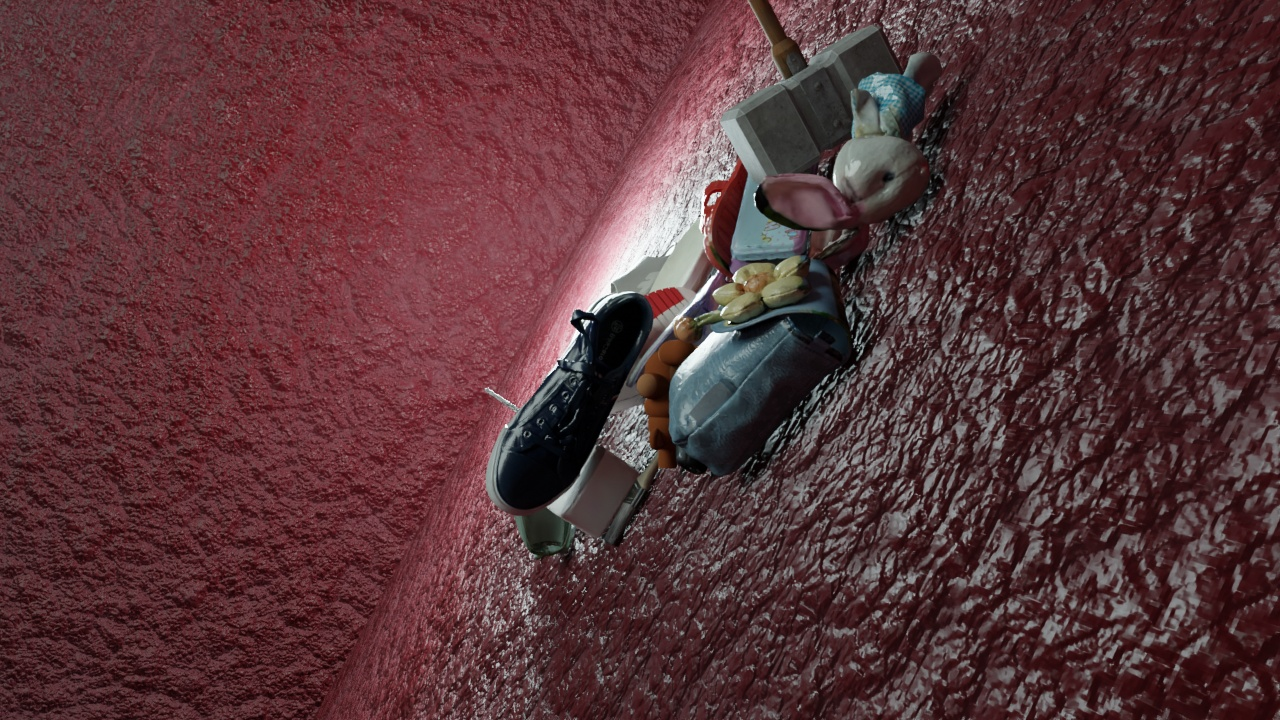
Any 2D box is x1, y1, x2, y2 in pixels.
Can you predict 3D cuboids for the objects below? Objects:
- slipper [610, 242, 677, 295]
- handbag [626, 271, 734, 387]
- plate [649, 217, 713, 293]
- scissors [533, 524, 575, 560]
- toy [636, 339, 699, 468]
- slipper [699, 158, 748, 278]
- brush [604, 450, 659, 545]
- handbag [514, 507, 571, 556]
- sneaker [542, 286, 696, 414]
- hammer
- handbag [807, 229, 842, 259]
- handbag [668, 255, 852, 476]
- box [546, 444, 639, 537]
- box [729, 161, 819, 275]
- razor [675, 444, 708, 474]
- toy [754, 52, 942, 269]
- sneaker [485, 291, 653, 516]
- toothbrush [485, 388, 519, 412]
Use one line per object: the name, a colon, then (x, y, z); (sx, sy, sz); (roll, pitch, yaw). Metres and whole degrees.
slipper: (-0.021, -0.080, 1.422); (0.265, 0.080, 0.113); (-62, 10, -6)
handbag: (0.064, -0.027, 1.025); (0.159, 0.069, 0.126); (-52, 2, 33)
plate: (0.061, -0.118, 1.289); (0.183, 0.034, 0.182); (-56, 13, 20)
scissors: (-0.101, 0.214, 1.249); (0.172, 0.021, 0.172); (-59, 8, 22)
toy: (0.035, 0.045, 0.931); (0.065, 0.094, 0.127); (-4, 82, 33)
slipper: (0.113, -0.161, 1.033); (0.059, 0.103, 0.248); (-32, 20, 37)
brush: (0.002, 0.139, 1.009); (0.151, 0.012, 0.039); (-59, 13, 3)
handbag: (-0.130, 0.188, 1.188); (0.122, 0.067, 0.106); (-169, 72, -76)
sneaker: (-0.007, 0.007, 1.177); (0.237, 0.104, 0.090); (-39, 47, 5)
hammer: (0.111, -0.344, 0.872); (0.163, 0.318, 0.083); (-32, 14, 0)
handbag: (0.162, -0.080, 0.847); (0.055, 0.029, 0.119); (154, 139, -75)
handbag: (0.086, -0.006, 0.761); (0.192, 0.118, 0.121); (-47, 18, 29)
box: (-0.044, 0.160, 1.094); (0.102, 0.091, 0.107); (-56, 18, -11)
box: (0.141, -0.160, 0.951); (0.213, 0.078, 0.065); (-73, -11, -45)
razor: (0.071, 0.041, 0.873); (0.064, 0.053, 0.140); (-31, 34, 53)
toy: (0.207, -0.169, 0.769); (0.106, 0.131, 0.205); (24, 74, 47)
sneaker: (-0.072, 0.040, 1.023); (0.294, 0.120, 0.127); (-59, 12, -15)
toothbrush: (-0.142, 0.090, 1.290); (0.010, 0.181, 0.010); (-54, 10, 6)
